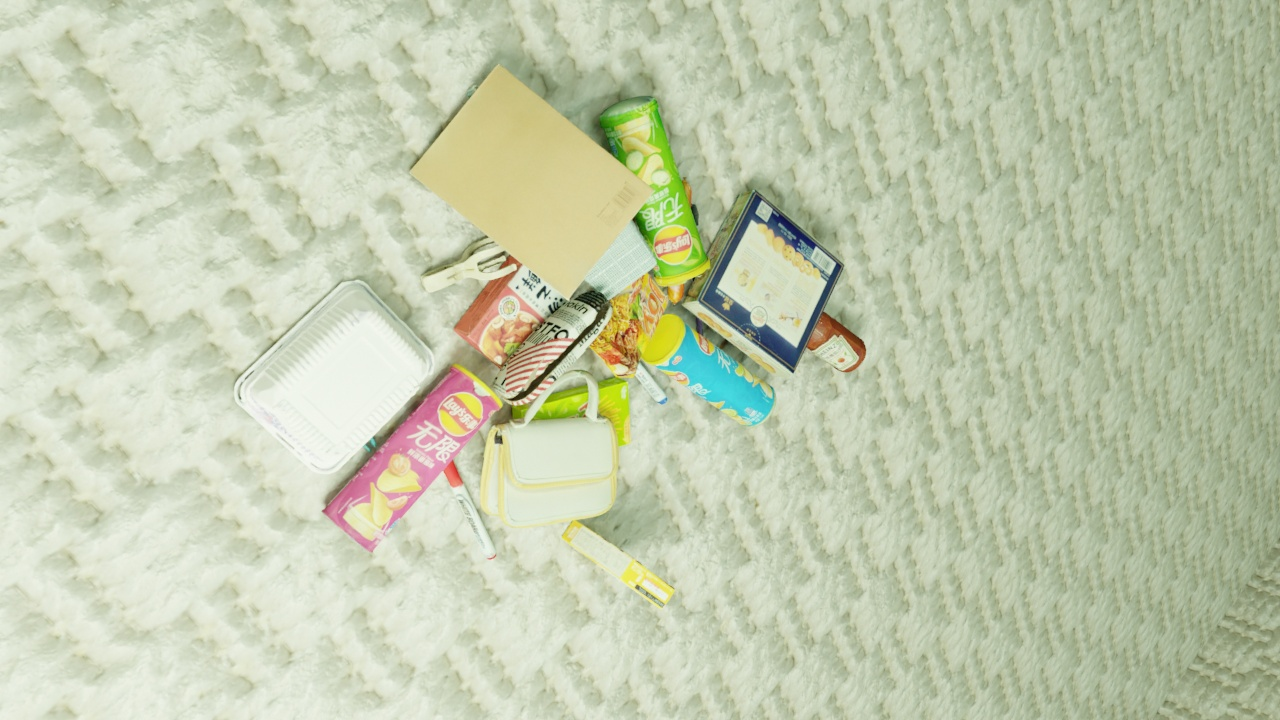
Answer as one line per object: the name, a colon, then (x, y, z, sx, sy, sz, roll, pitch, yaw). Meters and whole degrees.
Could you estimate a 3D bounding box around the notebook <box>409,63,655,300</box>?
notebook: (-0.112, -0.187, 0.960, 0.211, 0.012, 0.149, 39, 87, -4)

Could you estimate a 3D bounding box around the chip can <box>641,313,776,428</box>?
chip can: (0.093, 0.018, 1.216, 0.210, 0.071, 0.071, 34, 81, -38)

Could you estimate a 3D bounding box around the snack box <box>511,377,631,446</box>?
snack box: (-0.082, 0.079, 1.130, 0.156, 0.026, 0.086, -14, 111, -34)

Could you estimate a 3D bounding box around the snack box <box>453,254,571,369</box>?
snack box: (-0.130, -0.039, 1.051, 0.127, 0.044, 0.113, 44, 75, -36)

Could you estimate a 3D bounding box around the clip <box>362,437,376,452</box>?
clip: (-0.299, 0.074, 0.974, 0.049, 0.015, 0.057, -42, 124, -23)

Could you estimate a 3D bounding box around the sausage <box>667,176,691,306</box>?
sausage: (0.050, -0.150, 1.171, 0.021, 0.021, 0.165, -4, 104, -36)

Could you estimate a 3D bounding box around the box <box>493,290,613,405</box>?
box: (-0.099, -0.019, 1.010, 0.164, 0.072, 0.060, -48, 142, -20)

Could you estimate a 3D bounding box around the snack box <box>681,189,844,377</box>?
snack box: (0.166, -0.101, 1.220, 0.178, 0.046, 0.182, 35, 73, -24)

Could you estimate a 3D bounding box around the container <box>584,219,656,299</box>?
container: (-0.047, -0.139, 1.044, 0.090, 0.090, 0.111, -36, 131, 5)

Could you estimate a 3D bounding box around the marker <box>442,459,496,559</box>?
marker: (-0.200, 0.175, 1.073, 0.017, 0.017, 0.145, -33, 119, -26)

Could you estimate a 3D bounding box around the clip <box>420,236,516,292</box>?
clip: (-0.178, -0.101, 0.987, 0.102, 0.094, 0.035, -35, 121, -38)

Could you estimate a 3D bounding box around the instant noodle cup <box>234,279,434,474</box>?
instant noodle cup: (-0.297, 0.020, 0.922, 0.173, 0.060, 0.138, -47, 117, -16)

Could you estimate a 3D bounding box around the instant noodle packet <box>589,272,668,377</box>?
instant noodle packet: (-0.017, -0.055, 1.118, 0.111, 0.044, 0.128, 51, 54, -41)

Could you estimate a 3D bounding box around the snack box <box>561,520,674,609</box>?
snack box: (-0.030, 0.252, 1.142, 0.087, 0.141, 0.033, 44, 73, -35)

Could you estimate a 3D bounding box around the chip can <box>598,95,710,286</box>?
chip can: (0.018, -0.201, 1.092, 0.072, 0.073, 0.221, -32, 114, -27)

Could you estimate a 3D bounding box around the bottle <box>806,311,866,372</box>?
bottle: (0.244, -0.049, 1.321, 0.206, 0.060, 0.059, 31, 83, -32)

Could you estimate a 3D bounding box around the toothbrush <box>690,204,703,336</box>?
toothbrush: (0.074, -0.114, 1.205, 0.016, 0.014, 0.189, -25, 117, -43)

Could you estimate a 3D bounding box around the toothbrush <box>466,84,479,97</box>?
toothbrush: (-0.106, -0.231, 1.030, 0.224, 0.027, 0.026, 39, 44, -37)

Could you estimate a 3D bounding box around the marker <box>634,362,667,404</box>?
marker: (-0.007, 0.007, 1.173, 0.016, 0.017, 0.146, -50, 125, -16)

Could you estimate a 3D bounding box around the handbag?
handbag: (-0.098, 0.100, 1.071, 0.163, 0.063, 0.179, -1, 100, -38)

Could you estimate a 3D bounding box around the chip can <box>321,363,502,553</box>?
chip can: (-0.243, 0.104, 0.987, 0.210, 0.071, 0.071, -50, 126, -15)
